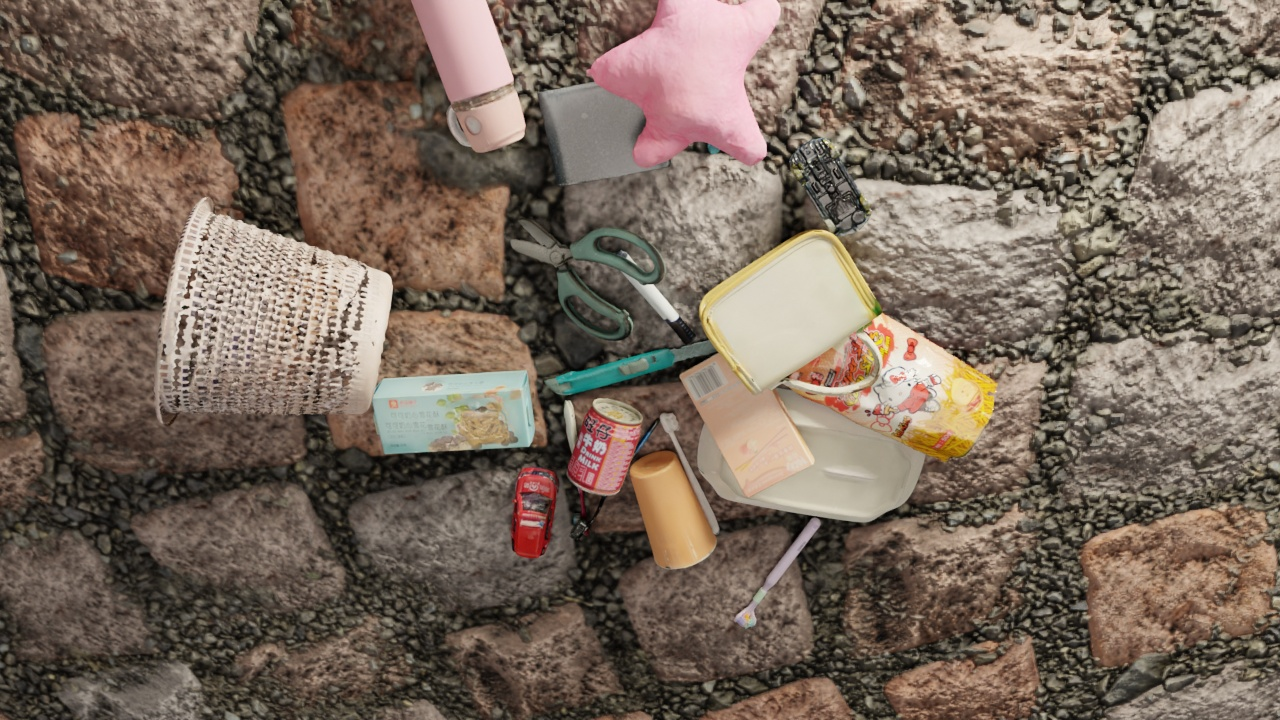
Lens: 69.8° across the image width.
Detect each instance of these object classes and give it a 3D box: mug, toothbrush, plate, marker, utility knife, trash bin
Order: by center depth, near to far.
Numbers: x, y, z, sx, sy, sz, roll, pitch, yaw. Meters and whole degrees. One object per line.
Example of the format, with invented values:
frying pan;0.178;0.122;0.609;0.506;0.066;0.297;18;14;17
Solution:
trash bin;-0.359;-0.033;0.926;0.192;0.227;0.228;10;116;-17
marker;0.015;-0.067;0.989;0.018;0.022;0.131;-36;110;16
utility knife;-0.006;0.006;1.029;0.209;0.013;0.029;-16;119;8
plate;0.200;0.118;1.065;0.265;0.034;0.162;11;115;-4
mug;0.035;0.172;1.077;0.078;0.078;0.123;-17;109;9
toothbrush;-0.032;0.142;1.085;0.016;0.014;0.190;32;106;-6
toothbrush;0.063;0.136;1.086;0.016;0.016;0.180;-5;119;36
toothbrush;-0.079;0.130;1.090;0.017;0.016;0.188;0;116;12
toothbrush;0.171;0.264;1.139;0.029;0.021;0.190;20;118;-16

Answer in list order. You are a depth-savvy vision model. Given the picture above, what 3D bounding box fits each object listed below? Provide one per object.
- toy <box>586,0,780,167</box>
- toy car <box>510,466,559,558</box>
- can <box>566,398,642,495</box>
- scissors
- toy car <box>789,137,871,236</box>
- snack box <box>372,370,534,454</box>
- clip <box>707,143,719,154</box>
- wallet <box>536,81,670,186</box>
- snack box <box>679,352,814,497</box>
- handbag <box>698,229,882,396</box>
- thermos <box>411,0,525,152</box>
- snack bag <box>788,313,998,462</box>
toy;0.038;-0.278;0.857;0.178;0.074;0.195;3;100;4
toy car;-0.128;0.184;1.101;0.053;0.045;0.121;7;113;-3
can;-0.040;0.097;1.040;0.066;0.066;0.094;18;107;-7
scissors;-0.063;-0.084;0.979;0.177;0.019;0.170;13;125;9
toy car;0.192;-0.175;0.927;0.049;0.031;0.105;-31;109;15
snack box;-0.210;0.059;1.038;0.175;0.051;0.074;-4;116;3
clip;0.083;-0.231;0.911;0.014;0.048;0.057;24;117;-11
wallet;-0.035;-0.230;0.916;0.121;0.019;0.097;-9;114;4
snack box;0.117;0.063;1.012;0.084;0.026;0.157;-29;87;14
handbag;0.168;-0.030;0.963;0.163;0.063;0.179;-34;100;8
thermos;-0.173;-0.298;0.867;0.087;0.067;0.199;2;122;36
snack bag;0.277;0.024;1.007;0.208;0.073;0.129;28;107;-5
